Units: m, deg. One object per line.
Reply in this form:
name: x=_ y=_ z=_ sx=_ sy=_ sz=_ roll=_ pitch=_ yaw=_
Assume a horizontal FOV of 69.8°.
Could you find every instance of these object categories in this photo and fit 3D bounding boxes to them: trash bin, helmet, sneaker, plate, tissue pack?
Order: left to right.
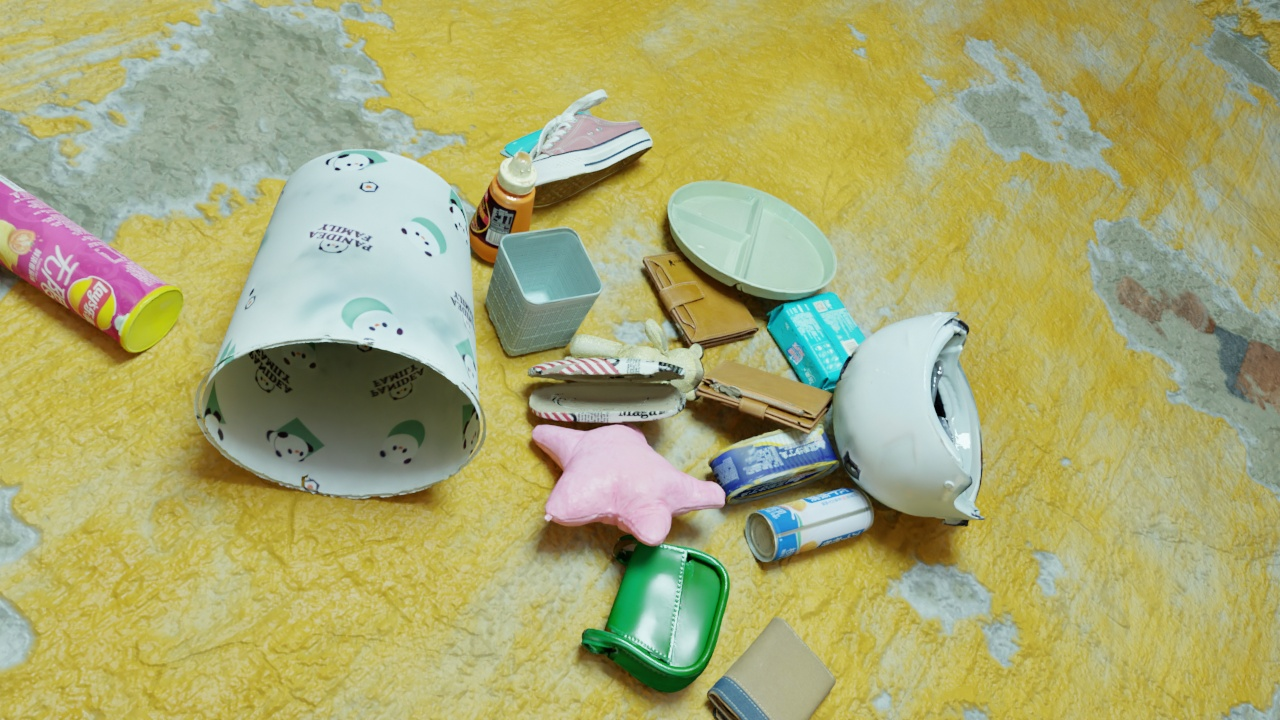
trash bin: x=-0.253 y=-0.040 z=0.834 sx=0.229 sy=0.230 sz=0.251 roll=9 pitch=49 yaw=-18
sneaker: x=-0.083 y=-0.259 z=1.121 sx=0.240 sy=0.119 sz=0.088 roll=-34 pitch=93 yaw=-43
plate: x=0.139 y=-0.153 z=1.165 sx=0.230 sy=0.028 sz=0.229 roll=13 pitch=41 yaw=-12
tissue pack: x=0.222 y=-0.022 z=1.123 sx=0.093 sy=0.050 sz=0.133 roll=-15 pitch=64 yaw=-29
helmet: x=0.292 y=0.068 z=1.009 sx=0.258 sy=0.146 sz=0.228 roll=26 pitch=61 yaw=-62

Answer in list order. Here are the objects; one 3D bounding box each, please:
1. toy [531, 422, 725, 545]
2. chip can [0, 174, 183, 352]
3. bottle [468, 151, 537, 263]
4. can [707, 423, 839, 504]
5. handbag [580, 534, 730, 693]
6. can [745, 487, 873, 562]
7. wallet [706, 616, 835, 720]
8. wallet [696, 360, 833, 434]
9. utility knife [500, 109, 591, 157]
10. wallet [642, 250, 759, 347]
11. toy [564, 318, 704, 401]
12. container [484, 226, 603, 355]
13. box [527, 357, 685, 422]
toy: x=-0.032 y=0.114 z=0.892 sx=0.195 sy=0.075 sz=0.178 roll=33 pitch=34 yaw=32
chip can: x=-0.529 y=-0.093 z=0.836 sx=0.210 sy=0.072 sz=0.071 roll=33 pitch=51 yaw=1
bottle: x=-0.145 y=-0.171 z=1.003 sx=0.066 sy=0.150 sz=0.066 roll=11 pitch=54 yaw=-16
can: x=0.145 y=0.111 z=0.985 sx=0.148 sy=0.075 sz=0.049 roll=-9 pitch=64 yaw=-30
handbag: x=0.017 y=0.234 z=0.856 sx=0.120 sy=0.068 sz=0.131 roll=22 pitch=53 yaw=2
can: x=0.180 y=0.172 z=0.971 sx=0.134 sy=0.053 sz=0.053 roll=-9 pitch=62 yaw=-28
wallet: x=0.125 y=0.311 z=0.867 sx=0.090 sy=0.033 sz=0.115 roll=47 pitch=52 yaw=8
wallet: x=0.138 y=0.038 z=1.008 sx=0.132 sy=0.031 sz=0.107 roll=17 pitch=19 yaw=19
utility knife: x=-0.118 y=-0.293 z=1.187 sx=0.157 sy=0.013 sz=0.029 roll=-33 pitch=72 yaw=-34
wallet: x=0.066 y=-0.076 z=1.108 sx=0.118 sy=0.035 sz=0.130 roll=-11 pitch=62 yaw=-36
toy: x=-0.006 y=0.006 z=1.006 sx=0.157 sy=0.066 sz=0.105 roll=8 pitch=88 yaw=-14
container: x=-0.108 y=-0.069 z=0.974 sx=0.090 sy=0.112 sz=0.090 roll=-13 pitch=64 yaw=-30
box: x=-0.034 y=0.039 z=0.948 sx=0.163 sy=0.075 sz=0.082 roll=-2 pitch=87 yaw=1
